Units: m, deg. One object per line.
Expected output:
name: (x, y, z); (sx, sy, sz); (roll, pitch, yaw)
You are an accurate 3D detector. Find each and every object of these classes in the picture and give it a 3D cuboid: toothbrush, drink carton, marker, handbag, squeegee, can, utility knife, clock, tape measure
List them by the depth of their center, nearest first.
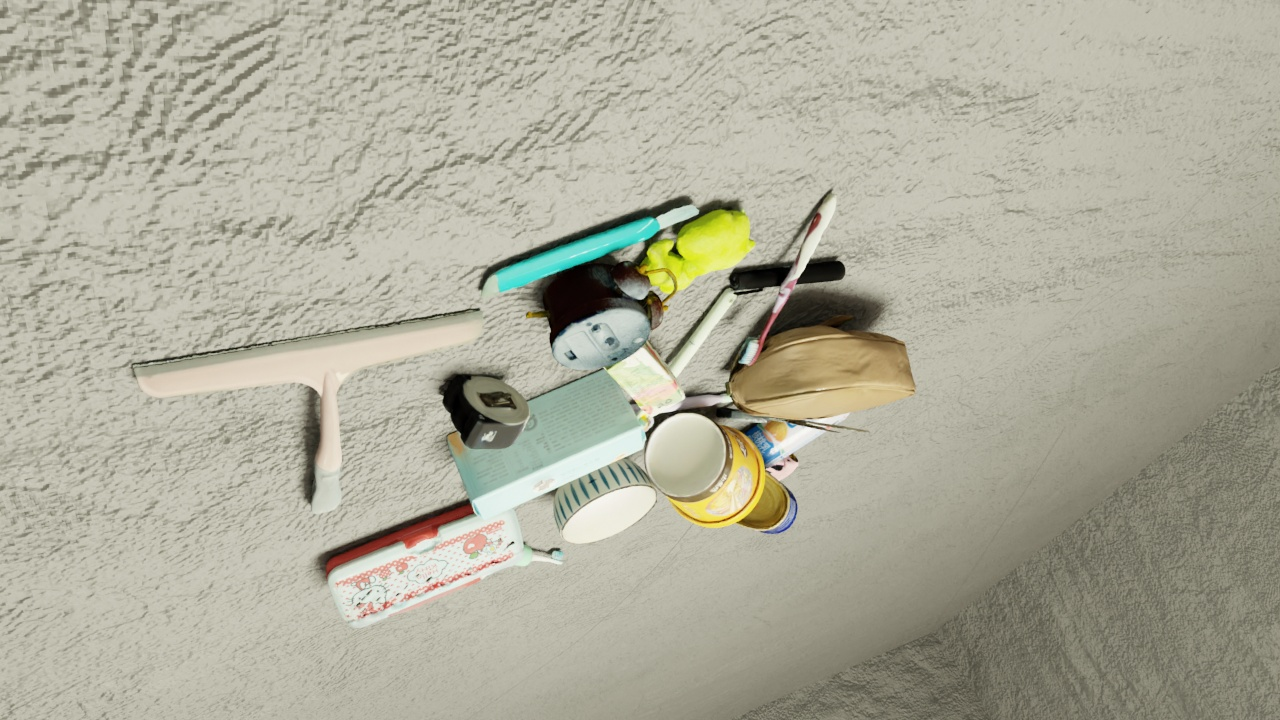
utility knife: (-0.038, -0.088, 0.717); (0.186, 0.013, 0.029); (-21, 152, -11)
clock: (-0.026, -0.040, 0.746); (0.122, 0.055, 0.082); (-23, 149, 7)
squeegee: (-0.257, 0.071, 0.752); (0.247, 0.040, 0.250); (-13, 147, -28)
tape measure: (-0.130, 0.044, 0.790); (0.065, 0.065, 0.034); (3, 130, -45)
drink carton: (-0.005, 0.005, 0.850); (0.045, 0.053, 0.122); (-32, 150, 6)
toothbrush: (0.134, -0.072, 0.853); (0.017, 0.016, 0.188); (7, 123, -28)
marker: (0.142, -0.080, 0.878); (0.131, 0.020, 0.022); (-9, 102, -31)
toothbrush: (0.042, 0.002, 0.909); (0.029, 0.020, 0.190); (3, 132, -41)
handbag: (0.196, 0.011, 0.987); (0.148, 0.099, 0.204); (-19, 163, 41)
toothbrush: (0.065, 0.046, 1.008); (0.188, 0.029, 0.021); (-6, -179, -33)
toothbrush: (-0.156, 0.230, 1.096); (0.026, 0.027, 0.224); (8, 168, 32)
can: (0.118, 0.157, 1.109); (0.074, 0.148, 0.049); (-63, 151, -5)
can: (0.193, 0.080, 1.136); (0.135, 0.053, 0.053); (-34, 150, 9)

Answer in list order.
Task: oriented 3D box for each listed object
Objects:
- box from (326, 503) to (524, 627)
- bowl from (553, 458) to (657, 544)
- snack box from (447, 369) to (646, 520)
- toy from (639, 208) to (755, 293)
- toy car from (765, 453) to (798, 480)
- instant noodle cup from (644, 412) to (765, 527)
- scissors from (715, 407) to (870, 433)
box: (-0.221, 0.212, 0.962); (0.201, 0.047, 0.087); (-20, 118, -17)
bowl: (-0.046, 0.146, 1.020); (0.116, 0.066, 0.117); (-21, 149, -14)
snack box: (-0.089, 0.078, 0.870); (0.174, 0.074, 0.052); (-23, 151, -10)
toy: (0.049, -0.091, 0.769); (0.100, 0.031, 0.096); (-43, 146, 24)
toy car: (0.174, 0.148, 1.245); (0.056, 0.037, 0.122); (-42, 149, 25)
instant noodle cup: (0.066, 0.117, 1.016); (0.118, 0.118, 0.114); (-34, 151, 9)
scissors: (0.167, 0.069, 1.035); (0.178, 0.014, 0.159); (6, -176, 7)
